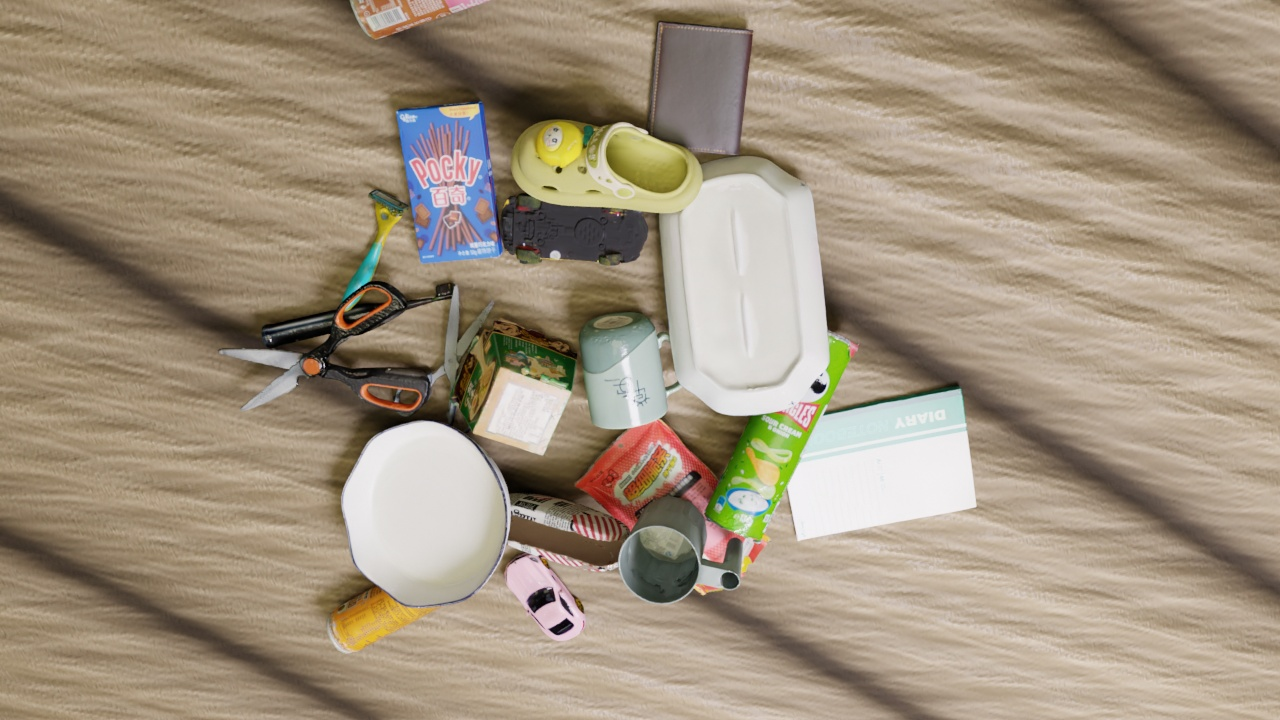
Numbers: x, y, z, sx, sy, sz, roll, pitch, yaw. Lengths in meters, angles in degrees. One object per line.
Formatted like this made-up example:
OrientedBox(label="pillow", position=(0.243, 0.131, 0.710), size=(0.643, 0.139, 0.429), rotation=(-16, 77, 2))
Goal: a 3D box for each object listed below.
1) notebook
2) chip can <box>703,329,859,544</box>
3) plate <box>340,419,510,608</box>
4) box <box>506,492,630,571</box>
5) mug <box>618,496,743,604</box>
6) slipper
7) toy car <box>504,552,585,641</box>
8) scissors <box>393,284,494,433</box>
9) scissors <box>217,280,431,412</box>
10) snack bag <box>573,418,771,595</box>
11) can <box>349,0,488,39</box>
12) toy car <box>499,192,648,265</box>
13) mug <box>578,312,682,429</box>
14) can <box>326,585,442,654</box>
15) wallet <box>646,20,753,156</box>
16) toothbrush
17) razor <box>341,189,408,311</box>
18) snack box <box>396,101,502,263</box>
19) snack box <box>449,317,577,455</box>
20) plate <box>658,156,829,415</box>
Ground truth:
OrientedBox(label="notebook", position=(0.268, 0.118, 1.042), size=(0.209, 0.012, 0.150), rotation=(-12, 107, 5))
OrientedBox(label="chip can", position=(0.147, 0.074, 0.971), size=(0.072, 0.072, 0.236), rotation=(25, 94, -7))
OrientedBox(label="plate", position=(-0.231, 0.167, 1.010), size=(0.205, 0.045, 0.205), rotation=(0, 91, 19))
OrientedBox(label="box", position=(-0.086, 0.173, 1.011), size=(0.164, 0.074, 0.079), rotation=(10, 121, 29))
OrientedBox(label="mug", position=(0.046, 0.200, 0.961), size=(0.124, 0.103, 0.084), rotation=(11, 102, 7))
OrientedBox(label="slipper", position=(-0.032, -0.200, 0.891), size=(0.190, 0.082, 0.091), rotation=(10, 68, 1))
OrientedBox(label="toy car", position=(-0.113, 0.282, 1.086), size=(0.056, 0.037, 0.122), rotation=(-33, 103, 9))
OrientedBox(label="scissors", position=(-0.209, 0.008, 1.005), size=(0.159, 0.014, 0.172), rotation=(-21, 109, 9))
OrientedBox(label="scissors", position=(-0.328, -0.006, 0.980), size=(0.221, 0.021, 0.224), rotation=(26, 109, -10))
OrientedBox(label="snack bag", position=(0.040, 0.166, 1.035), size=(0.129, 0.073, 0.208), rotation=(-43, 98, 15))
OrientedBox(label="can", position=(-0.198, -0.355, 0.869), size=(0.147, 0.057, 0.058), rotation=(-16, 107, 6))
OrientedBox(label="toy car", position=(-0.069, -0.134, 0.947), size=(0.156, 0.041, 0.071), rotation=(4, 108, 2))
OrientedBox(label="mug", position=(-0.006, 0.006, 0.974), size=(0.111, 0.082, 0.106), rotation=(-11, 107, -9))
OrientedBox(label="can", position=(-0.293, 0.288, 1.077), size=(0.146, 0.058, 0.058), rotation=(-29, 105, 10))
OrientedBox(label="wallet", position=(0.058, -0.270, 0.915), size=(0.096, 0.020, 0.122), rotation=(7, 109, 4))
OrientedBox(label="toothbrush", position=(-0.300, -0.050, 0.986), size=(0.212, 0.026, 0.027), rotation=(-14, 86, 2))
OrientedBox(label="razor", position=(-0.285, -0.111, 0.964), size=(0.043, 0.028, 0.133), rotation=(27, 102, 6))
OrientedBox(label="snack box", position=(-0.194, -0.181, 0.942), size=(0.084, 0.026, 0.157), rotation=(-5, 108, 3))
OrientedBox(label="snack box", position=(-0.129, 0.036, 0.959), size=(0.118, 0.105, 0.118), rotation=(20, 107, -17))
OrientedBox(label="plate", position=(0.102, -0.076, 0.925), size=(0.162, 0.034, 0.265), rotation=(-5, 90, 10))
